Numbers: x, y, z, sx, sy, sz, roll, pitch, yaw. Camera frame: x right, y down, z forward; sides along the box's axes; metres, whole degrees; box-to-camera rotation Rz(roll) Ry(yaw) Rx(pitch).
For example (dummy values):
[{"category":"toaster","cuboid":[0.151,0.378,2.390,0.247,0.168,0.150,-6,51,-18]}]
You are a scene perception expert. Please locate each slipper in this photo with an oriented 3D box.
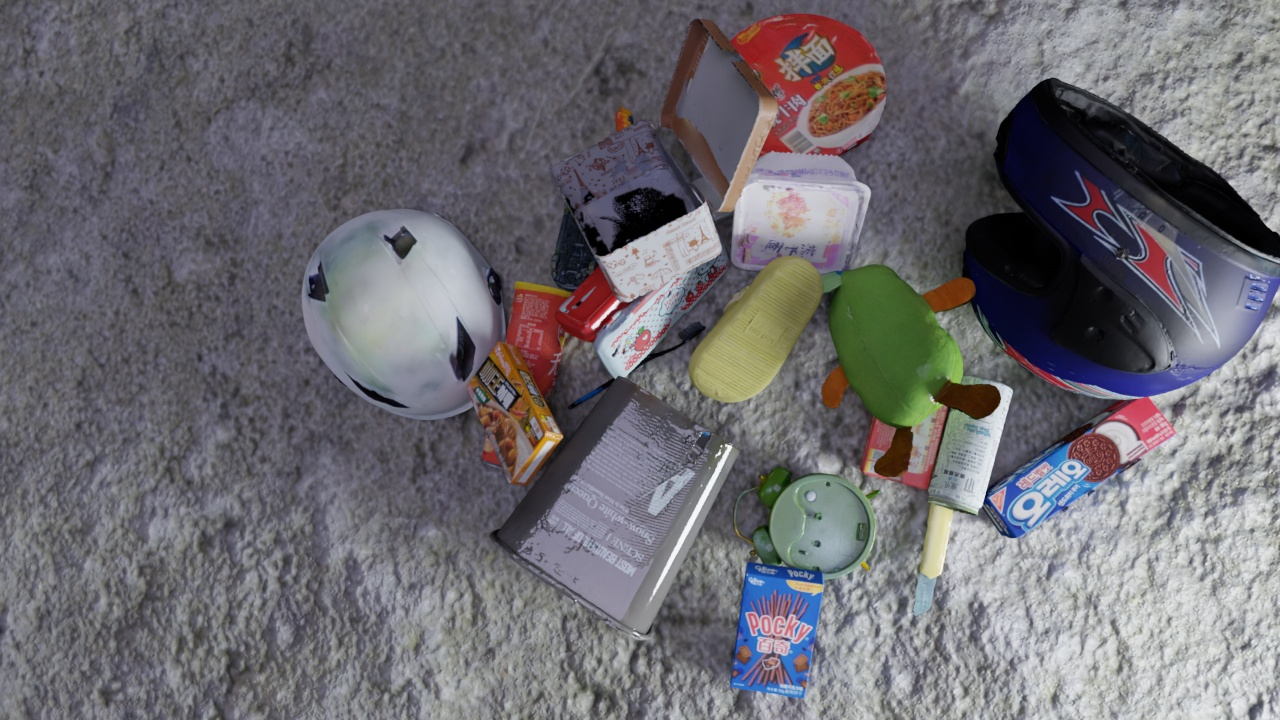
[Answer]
[{"category":"slipper","cuboid":[0.131,-0.038,1.041,0.091,0.081,0.191,34,107,-10]}]

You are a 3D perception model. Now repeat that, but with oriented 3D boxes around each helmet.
[{"category":"helmet","cuboid":[0.450,-0.100,0.924,0.315,0.246,0.241,36,127,0]},{"category":"helmet","cuboid":[-0.278,-0.055,1.048,0.229,0.146,0.258,-26,86,5]}]

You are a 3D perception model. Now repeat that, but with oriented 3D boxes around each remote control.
[{"category":"remote control","cuboid":[0.127,-0.210,1.075,0.135,0.019,0.056,-26,86,4]}]

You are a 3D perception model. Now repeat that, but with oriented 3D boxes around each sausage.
[{"category":"sausage","cuboid":[-0.009,-0.224,1.089,0.021,0.021,0.165,-10,87,5]}]

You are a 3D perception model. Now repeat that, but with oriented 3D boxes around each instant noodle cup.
[{"category":"instant noodle cup","cuboid":[0.175,-0.292,1.036,0.194,0.066,0.193,-2,71,5]},{"category":"instant noodle cup","cuboid":[0.172,-0.164,1.005,0.138,0.174,0.060,5,66,6]}]

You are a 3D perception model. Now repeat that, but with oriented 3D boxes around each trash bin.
[{"category":"trash bin","cuboid":[-0.016,0.152,0.996,0.199,0.198,0.219,32,85,6]}]

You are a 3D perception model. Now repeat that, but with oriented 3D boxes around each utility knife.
[{"category":"utility knife","cuboid":[0.334,0.193,1.037,0.031,0.020,0.195,11,82,7]}]

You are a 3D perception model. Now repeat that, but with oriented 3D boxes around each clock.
[{"category":"clock","cuboid":[0.185,0.182,1.036,0.161,0.056,0.116,7,88,6]}]

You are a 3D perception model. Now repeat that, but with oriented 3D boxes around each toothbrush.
[{"category":"toothbrush","cuboid":[-0.006,0.006,1.084,0.189,0.014,0.016,-31,84,5]}]

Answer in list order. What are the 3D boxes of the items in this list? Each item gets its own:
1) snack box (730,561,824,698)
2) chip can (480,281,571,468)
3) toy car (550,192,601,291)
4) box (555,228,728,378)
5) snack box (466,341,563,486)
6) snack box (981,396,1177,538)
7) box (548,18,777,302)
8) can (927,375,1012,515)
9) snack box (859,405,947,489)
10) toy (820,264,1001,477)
[{"category":"snack box","cuboid":[0.151,0.301,1.021,0.084,0.026,0.157,7,112,6]},{"category":"chip can","cuboid":[-0.131,0.019,1.067,0.073,0.073,0.216,11,89,6]},{"category":"toy car","cuboid":[-0.071,-0.141,1.086,0.054,0.037,0.120,9,79,8]},{"category":"box","cuboid":[0.010,-0.077,1.047,0.201,0.095,0.101,-46,127,-13]},{"category":"snack box","cuboid":[-0.138,0.055,0.990,0.075,0.026,0.153,-53,46,22]},{"category":"snack box","cuboid":[0.475,0.117,1.008,0.207,0.057,0.058,-35,82,4]},{"category":"box","cuboid":[0.032,-0.204,0.970,0.273,0.130,0.179,-45,47,22]},{"category":"can","cuboid":[0.363,0.093,1.011,0.058,0.058,0.146,17,83,6]},{"category":"snack box","cuboid":[0.305,0.063,1.043,0.075,0.025,0.153,14,89,6]},{"category":"toy","cuboid":[0.273,-0.008,0.986,0.228,0.089,0.246,-44,51,35]}]
